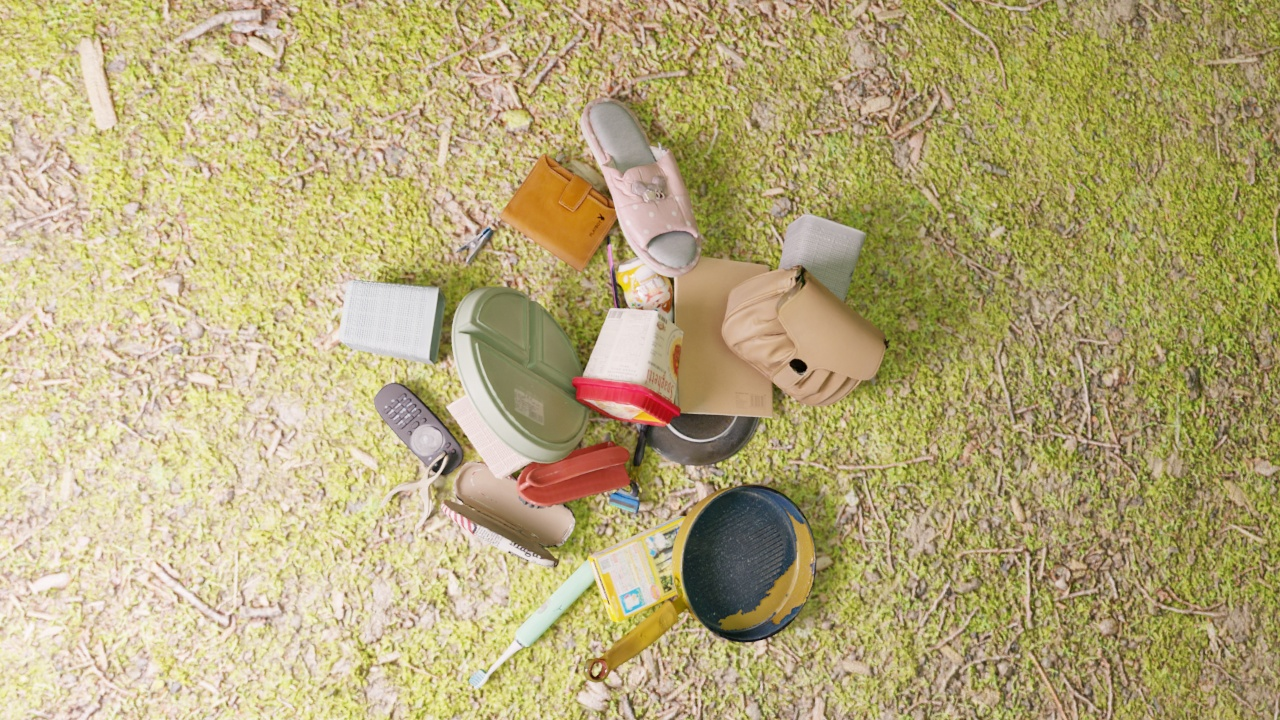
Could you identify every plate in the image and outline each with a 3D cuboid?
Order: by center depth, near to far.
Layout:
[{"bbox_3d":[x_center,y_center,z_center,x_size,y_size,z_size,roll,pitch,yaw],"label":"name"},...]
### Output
[{"bbox_3d":[-0.134,0.012,1.100,0.028,0.229,0.230,-26,88,28],"label":"plate"},{"bbox_3d":[0.076,0.052,1.217,0.179,0.024,0.179,1,84,-9],"label":"plate"}]

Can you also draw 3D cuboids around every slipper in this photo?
[{"bbox_3d":[0.004,-0.234,1.190,0.114,0.055,0.274,-15,72,-30],"label":"slipper"}]

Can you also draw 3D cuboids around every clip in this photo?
[{"bbox_3d":[-0.269,0.169,1.135,0.099,0.035,0.098,-25,94,-2],"label":"clip"},{"bbox_3d":[-0.212,-0.150,1.191,0.028,0.024,0.057,44,83,1],"label":"clip"}]

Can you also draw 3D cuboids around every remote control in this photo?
[{"bbox_3d":[-0.278,0.085,1.153,0.053,0.024,0.136,-42,95,-7],"label":"remote control"}]

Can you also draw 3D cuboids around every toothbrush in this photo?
[{"bbox_3d":[-0.126,0.328,1.153,0.224,0.026,0.027,-44,113,-11],"label":"toothbrush"},{"bbox_3d":[-0.028,-0.071,1.214,0.017,0.014,0.189,-6,88,-20],"label":"toothbrush"}]

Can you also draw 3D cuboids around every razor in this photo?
[{"bbox_3d":[-0.004,0.124,1.193,0.043,0.022,0.142,14,89,19],"label":"razor"}]

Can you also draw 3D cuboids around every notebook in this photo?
[{"bbox_3d":[0.112,-0.031,1.213,0.149,0.012,0.211,5,80,-27],"label":"notebook"}]

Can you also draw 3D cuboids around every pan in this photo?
[{"bbox_3d":[0.074,0.287,1.127,0.356,0.078,0.198,-25,96,-23],"label":"pan"}]

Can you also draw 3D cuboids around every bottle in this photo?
[{"bbox_3d":[0.013,-0.083,1.202,0.063,0.063,0.108,-26,103,-11],"label":"bottle"}]

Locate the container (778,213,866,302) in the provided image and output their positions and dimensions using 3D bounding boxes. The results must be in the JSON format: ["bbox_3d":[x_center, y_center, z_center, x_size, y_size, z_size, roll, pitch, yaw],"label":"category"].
[{"bbox_3d":[0.235,-0.123,1.232,0.090,0.090,0.114,17,85,-7],"label":"container"}]

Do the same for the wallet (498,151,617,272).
[{"bbox_3d":[-0.101,-0.200,1.213,0.130,0.035,0.119,33,83,-8],"label":"wallet"}]

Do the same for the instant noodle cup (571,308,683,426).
[{"bbox_3d":[-0.007,0.007,1.142,0.117,0.116,0.124,5,74,34],"label":"instant noodle cup"}]

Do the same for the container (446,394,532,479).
[{"bbox_3d":[-0.165,0.076,1.134,0.090,0.090,0.111,-30,93,9],"label":"container"}]

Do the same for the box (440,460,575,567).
[{"bbox_3d":[-0.162,0.194,1.132,0.162,0.085,0.075,30,106,-9],"label":"box"}]

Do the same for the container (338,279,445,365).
[{"bbox_3d":[-0.305,-0.048,1.133,0.111,0.090,0.090,7,83,-6],"label":"container"}]

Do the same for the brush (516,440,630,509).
[{"bbox_3d":[-0.085,0.141,1.135,0.145,0.069,0.063,-12,66,-29],"label":"brush"}]

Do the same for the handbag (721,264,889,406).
[{"bbox_3d":[0.206,-0.025,1.168,0.204,0.148,0.099,35,42,-20],"label":"handbag"}]

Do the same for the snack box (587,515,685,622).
[{"bbox_3d":[0.012,0.263,1.164,0.140,0.034,0.087,-20,91,-21],"label":"snack box"}]
